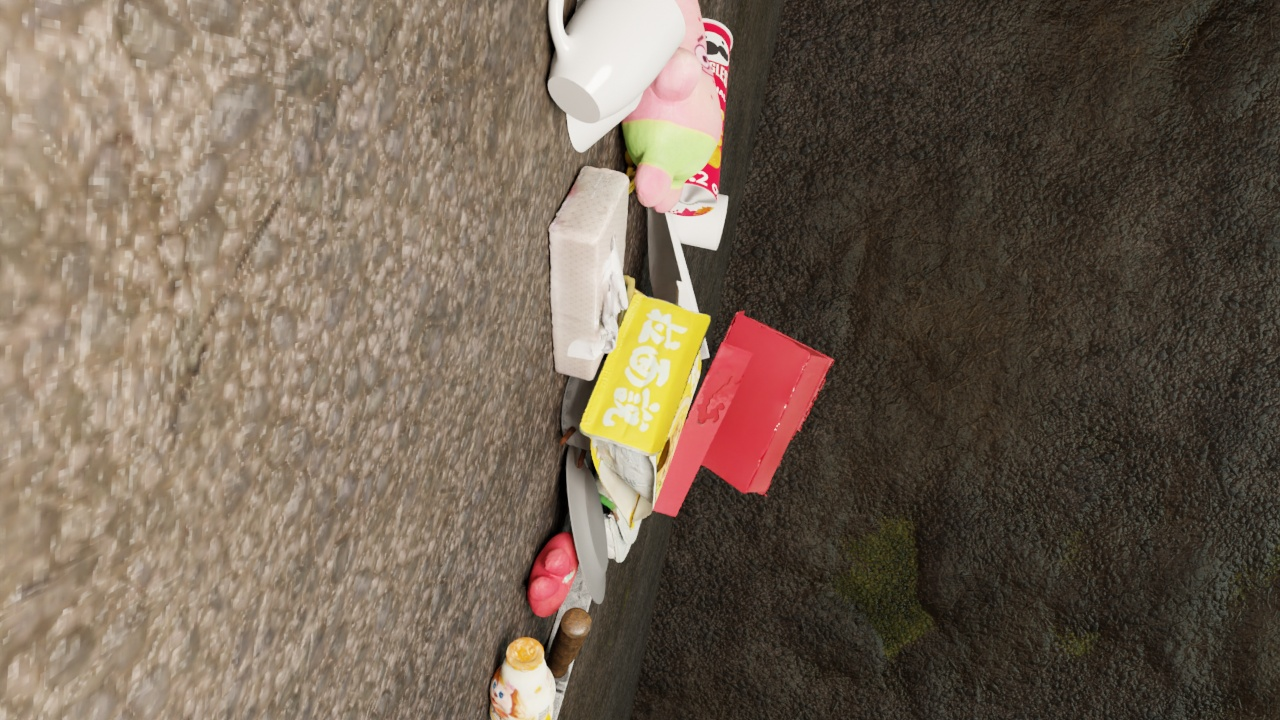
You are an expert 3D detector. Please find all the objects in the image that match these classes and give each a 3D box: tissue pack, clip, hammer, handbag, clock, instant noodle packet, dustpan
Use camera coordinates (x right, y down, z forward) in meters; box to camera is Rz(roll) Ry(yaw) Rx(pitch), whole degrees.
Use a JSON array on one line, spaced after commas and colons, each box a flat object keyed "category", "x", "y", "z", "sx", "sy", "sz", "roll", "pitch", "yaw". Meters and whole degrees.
[{"category": "tissue pack", "x": -0.038, "y": -0.066, "z": 0.805, "sx": 0.182, "sy": 0.071, "sz": 0.103, "roll": 100, "pitch": 7, "yaw": -49}, {"category": "clip", "x": -0.006, "y": -0.200, "z": 0.969, "sx": 0.054, "sy": 0.046, "sz": 0.048, "roll": 11, "pitch": 58, "yaw": -83}, {"category": "hammer", "x": -0.076, "y": 0.293, "z": 1.052, "sx": 0.301, "sy": 0.037, "sz": 0.217, "roll": 109, "pitch": -1, "yaw": -61}, {"category": "handbag", "x": -0.019, "y": 0.166, "z": 1.241, "sx": 0.194, "sy": 0.072, "sz": 0.139, "roll": -65, "pitch": 159, "yaw": -44}, {"category": "clock", "x": -0.040, "y": 0.035, "z": 0.961, "sx": 0.104, "sy": 0.056, "sz": 0.147, "roll": 66, "pitch": 34, "yaw": -64}, {"category": "instant noodle packet", "x": 0.013, "y": 0.065, "z": 0.939, "sx": 0.222, "sy": 0.084, "sz": 0.162, "roll": 84, "pitch": 23, "yaw": -58}, {"category": "dustpan", "x": 0.031, "y": -0.099, "z": 1.130, "sx": 0.258, "sy": 0.053, "sz": 0.191, "roll": 65, "pitch": 12, "yaw": -62}]

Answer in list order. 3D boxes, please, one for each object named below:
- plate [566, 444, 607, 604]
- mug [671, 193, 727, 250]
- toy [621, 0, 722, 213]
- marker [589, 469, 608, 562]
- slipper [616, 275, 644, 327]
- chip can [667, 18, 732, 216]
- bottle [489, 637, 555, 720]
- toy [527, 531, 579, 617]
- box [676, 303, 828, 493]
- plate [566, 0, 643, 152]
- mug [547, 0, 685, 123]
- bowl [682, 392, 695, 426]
[{"category": "plate", "x": -0.054, "y": 0.177, "z": 1.013, "sx": 0.178, "sy": 0.012, "sz": 0.178, "roll": -9, "pitch": 88, "yaw": -85}, {"category": "mug", "x": 0.067, "y": -0.189, "z": 1.249, "sx": 0.110, "sy": 0.090, "sz": 0.073, "roll": 70, "pitch": 34, "yaw": -76}, {"category": "toy", "x": 0.031, "y": -0.263, "z": 0.881, "sx": 0.192, "sy": 0.097, "sz": 0.237, "roll": -43, "pitch": 135, "yaw": -82}, {"category": "marker", "x": -0.058, "y": 0.196, "z": 1.134, "sx": 0.017, "sy": 0.017, "sz": 0.147, "roll": -65, "pitch": 151, "yaw": -57}, {"category": "slipper", "x": -0.007, "y": 0.006, "z": 1.101, "sx": 0.264, "sy": 0.078, "sz": 0.099, "roll": 95, "pitch": 11, "yaw": -58}, {"category": "chip can", "x": 0.061, "y": -0.272, "z": 1.026, "sx": 0.069, "sy": 0.069, "sz": 0.220, "roll": 84, "pitch": 12, "yaw": -68}, {"category": "bottle", "x": -0.113, "y": 0.314, "z": 0.885, "sx": 0.063, "sy": 0.063, "sz": 0.109, "roll": -67, "pitch": 167, "yaw": -53}, {"category": "toy", "x": -0.091, "y": 0.223, "z": 0.959, "sx": 0.135, "sy": 0.045, "sz": 0.091, "roll": 78, "pitch": 32, "yaw": -83}, {"category": "box", "x": 0.167, "y": 0.041, "z": 1.353, "sx": 0.374, "sy": 0.148, "sz": 0.213, "roll": -43, "pitch": 156, "yaw": -78}, {"category": "plate", "x": -0.016, "y": -0.252, "z": 0.742, "sx": 0.174, "sy": 0.036, "sz": 0.174, "roll": 14, "pitch": 89, "yaw": -82}, {"category": "mug", "x": -0.030, "y": -0.222, "z": 0.623, "sx": 0.089, "sy": 0.071, "sz": 0.107, "roll": -57, "pitch": 136, "yaw": -18}, {"category": "bowl", "x": 0.039, "y": 0.038, "z": 1.244, "sx": 0.052, "sy": 0.124, "sz": 0.124, "roll": -32, "pitch": 164, "yaw": -6}]
